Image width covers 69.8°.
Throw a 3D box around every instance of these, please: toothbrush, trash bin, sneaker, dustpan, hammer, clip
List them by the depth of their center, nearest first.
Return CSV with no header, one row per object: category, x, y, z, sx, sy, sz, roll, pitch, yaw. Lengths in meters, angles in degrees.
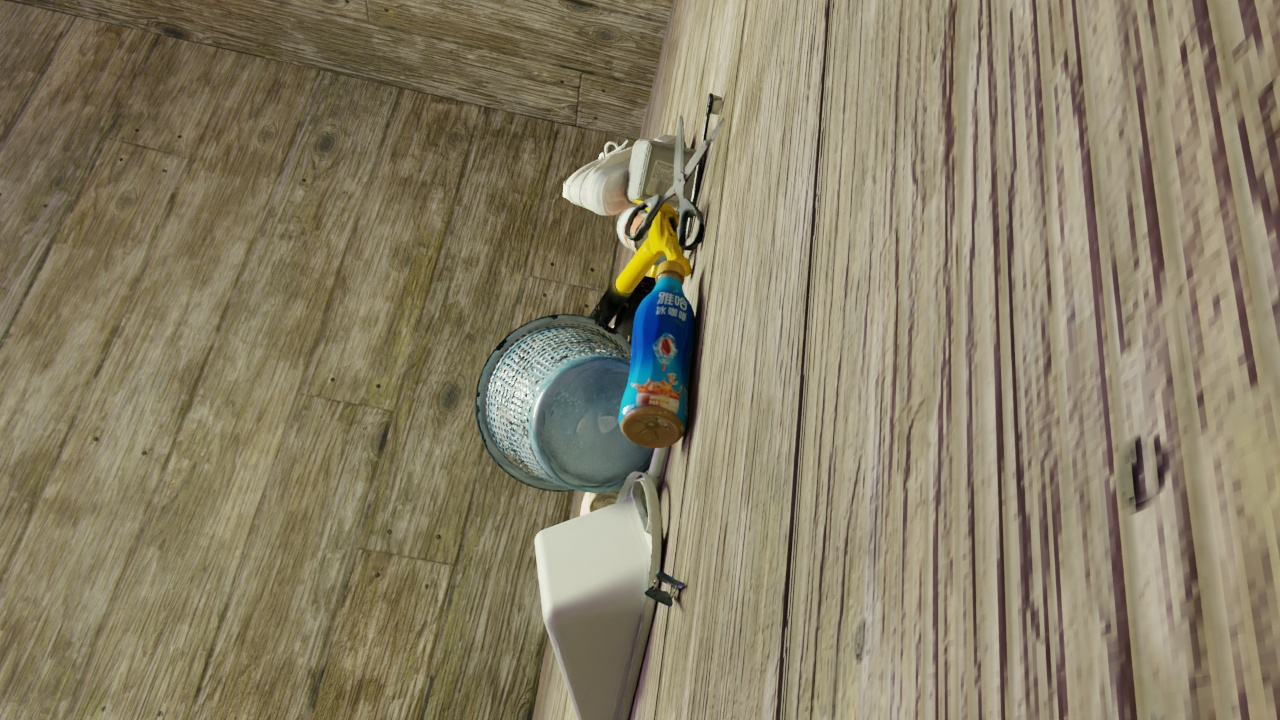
clip,0.018,0.180,0.726,0.058,0.027,0.043,82,-147,-80
dustpan,-0.020,0.254,0.936,0.222,0.142,0.258,-117,9,-70
toothbrush,0.010,0.144,0.962,0.029,0.020,0.190,29,109,53
trash bin,-0.069,0.063,1.072,0.195,0.226,0.226,-161,82,-73
toothbrush,0.075,-0.236,1.131,0.015,0.018,0.181,-103,22,-66
hammer,-0.021,-0.098,1.192,0.302,0.032,0.128,-48,49,54
sneaker,-0.022,-0.273,1.346,0.241,0.091,0.090,-36,-48,-46

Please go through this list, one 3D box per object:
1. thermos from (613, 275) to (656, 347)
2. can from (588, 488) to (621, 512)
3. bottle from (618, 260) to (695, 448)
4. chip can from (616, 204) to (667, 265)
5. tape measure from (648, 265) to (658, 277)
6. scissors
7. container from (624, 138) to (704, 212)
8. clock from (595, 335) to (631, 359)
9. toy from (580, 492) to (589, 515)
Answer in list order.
thermos,-0.008,0.008,1.294,0.090,0.068,0.243,43,131,46
can,-0.038,0.166,1.225,0.116,0.058,0.059,-87,10,-63
bottle,0.021,-0.016,0.919,0.065,0.065,0.218,107,173,-50
chip can,0.012,-0.181,1.305,0.214,0.071,0.071,-121,42,-76
tape measure,0.025,-0.148,1.419,0.057,0.029,0.060,-89,12,-69
scissors,0.043,-0.202,1.063,0.014,0.160,0.180,27,-137,-53
container,0.033,-0.245,1.216,0.114,0.090,0.090,-115,36,-77
clock,-0.026,0.032,1.233,0.055,0.082,0.122,-15,-88,-50
toy,-0.066,0.250,1.382,0.159,0.054,0.121,-91,6,-72
